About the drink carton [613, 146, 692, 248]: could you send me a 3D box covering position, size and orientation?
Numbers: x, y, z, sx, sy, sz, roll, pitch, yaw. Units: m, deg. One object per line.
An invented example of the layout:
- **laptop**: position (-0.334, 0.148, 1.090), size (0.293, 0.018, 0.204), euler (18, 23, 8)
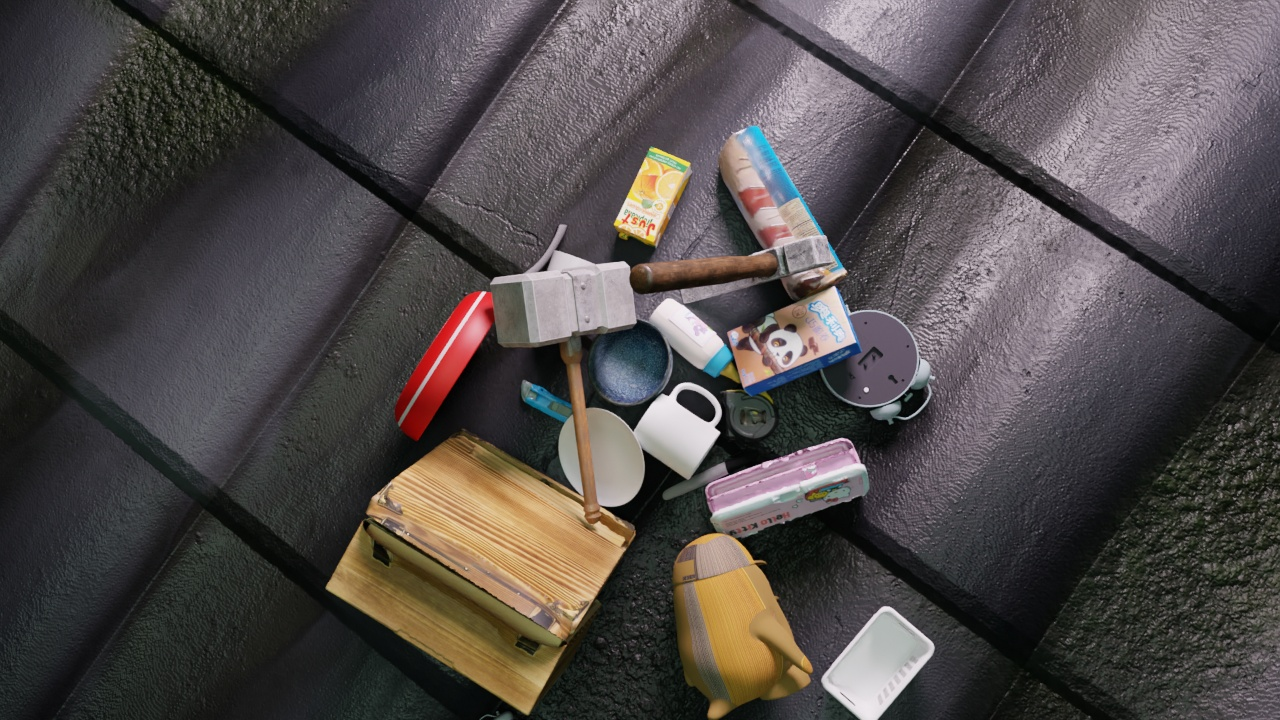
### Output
- **drink carton**: position (0.016, -0.214, 1.226), size (0.058, 0.041, 0.122), euler (25, 90, 8)

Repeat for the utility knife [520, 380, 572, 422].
- **utility knife**: position (-0.087, 0.074, 1.232), size (0.173, 0.015, 0.031), euler (24, 94, 7)

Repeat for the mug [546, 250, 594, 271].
- **mug**: position (-0.079, -0.085, 1.216), size (0.107, 0.071, 0.089), euler (20, 92, 3)

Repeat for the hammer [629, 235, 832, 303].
- **hammer**: position (0.058, -0.095, 1.059), size (0.218, 0.299, 0.037), euler (-13, 90, 38)

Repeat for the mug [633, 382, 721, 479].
- **mug**: position (0.055, 0.083, 1.186), size (0.090, 0.074, 0.110), euler (34, 77, 8)

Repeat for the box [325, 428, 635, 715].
- **box**: position (-0.180, 0.241, 1.107), size (0.279, 0.257, 0.215), euler (30, 92, 8)

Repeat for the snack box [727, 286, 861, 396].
- **snack box**: position (0.192, -0.023, 1.157), size (0.151, 0.034, 0.087), euler (-23, 58, 17)

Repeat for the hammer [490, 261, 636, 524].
- **hammer**: position (-0.077, 0.047, 1.122), size (0.083, 0.162, 0.318), euler (1, 101, 48)

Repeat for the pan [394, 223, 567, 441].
- **pan**: position (-0.204, -0.055, 1.184), size (0.067, 0.209, 0.355), euler (33, 68, -9)

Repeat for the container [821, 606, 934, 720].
- **container**: position (0.292, 0.374, 1.141), size (0.081, 0.049, 0.129), euler (40, 91, 8)

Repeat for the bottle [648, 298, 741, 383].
- **bottle**: position (0.078, -0.020, 1.198), size (0.146, 0.051, 0.051), euler (41, 91, 8)

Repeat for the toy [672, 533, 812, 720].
- **toy**: position (0.112, 0.314, 1.133), size (0.199, 0.162, 0.203), euler (-26, 78, 44)

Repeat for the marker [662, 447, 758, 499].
- **marker**: position (0.091, 0.148, 1.204), size (0.139, 0.016, 0.022), euler (-25, 52, 6)

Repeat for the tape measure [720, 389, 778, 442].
- **tape measure**: position (0.143, 0.071, 1.188), size (0.072, 0.042, 0.071), euler (-5, 82, 4)

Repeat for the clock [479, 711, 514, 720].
- **clock**: position (-0.167, 0.513, 1.198), size (0.122, 0.035, 0.094), euler (36, 91, 9)

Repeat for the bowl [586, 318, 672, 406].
- **bowl**: position (-0.007, 0.007, 1.199), size (0.114, 0.060, 0.114), euler (-4, 78, 19)

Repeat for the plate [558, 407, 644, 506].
- **plate**: position (-0.049, 0.126, 1.198), size (0.135, 0.011, 0.135), euler (10, 109, 31)

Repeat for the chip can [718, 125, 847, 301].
- **chip can**: position (0.177, -0.188, 1.187), size (0.080, 0.080, 0.229), euler (-30, 82, 4)

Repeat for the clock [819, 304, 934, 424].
- **clock**: position (0.299, 0.008, 1.171), size (0.159, 0.045, 0.122), euler (43, 92, 7)

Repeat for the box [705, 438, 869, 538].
- **box**: position (0.183, 0.166, 1.149), size (0.202, 0.095, 0.088), euler (-20, 86, 5)
